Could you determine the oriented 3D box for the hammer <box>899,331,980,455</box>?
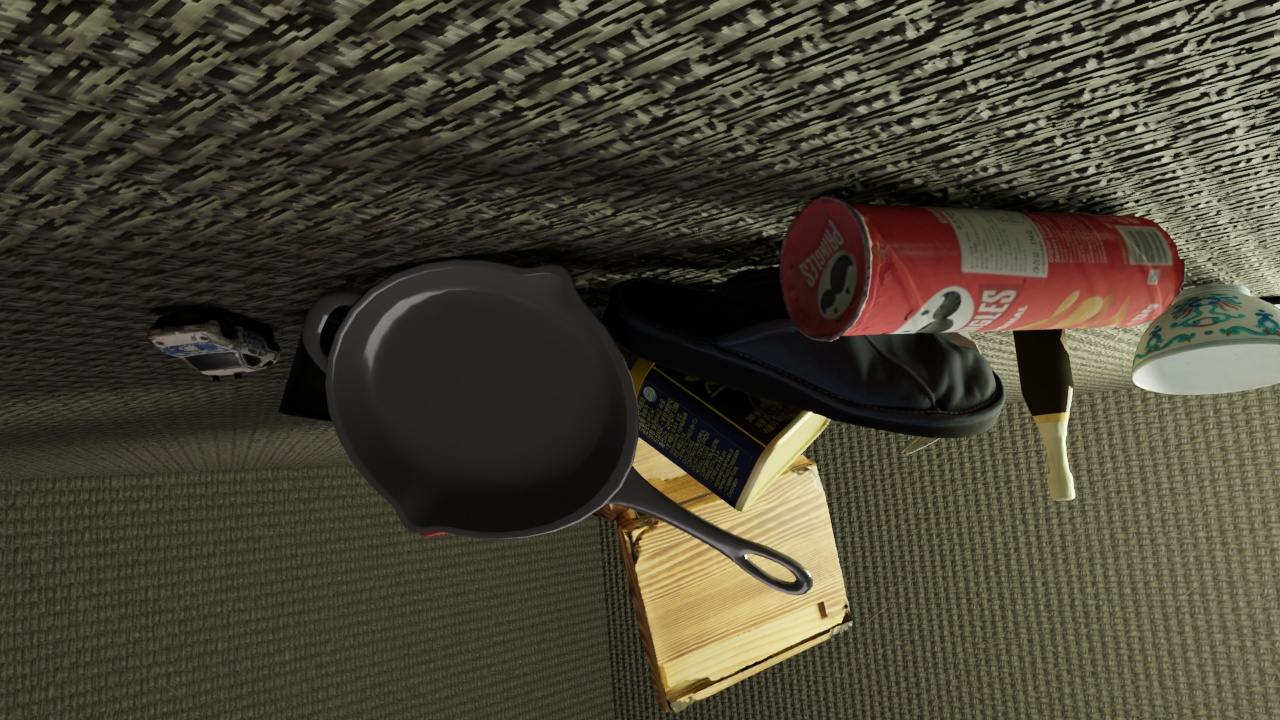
[{"bbox_3d":[0.093,0.009,0.722,0.328,0.131,0.039,-2,178,9],"label":"hammer"}]

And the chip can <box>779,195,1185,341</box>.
[{"bbox_3d":[0.194,-0.050,0.509,0.232,0.073,0.073,-2,172,-25],"label":"chip can"}]

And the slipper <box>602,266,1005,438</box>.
[{"bbox_3d":[0.114,-0.026,0.569,0.265,0.084,0.108,14,-153,-8],"label":"slipper"}]

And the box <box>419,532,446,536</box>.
[{"bbox_3d":[-0.155,0.080,0.861,0.098,0.157,0.129,-18,168,17],"label":"box"}]

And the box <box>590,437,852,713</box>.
[{"bbox_3d":[0.068,0.221,1.179,0.278,0.336,0.287,-14,-178,-25],"label":"box"}]

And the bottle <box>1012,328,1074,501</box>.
[{"bbox_3d":[0.384,0.039,0.862,0.045,0.184,0.045,-5,173,-1],"label":"bottle"}]

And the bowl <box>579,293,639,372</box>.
[{"bbox_3d":[-0.044,-0.014,0.661,0.115,0.059,0.115,-5,172,-1],"label":"bowl"}]

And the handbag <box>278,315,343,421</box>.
[{"bbox_3d":[-0.126,0.034,0.681,0.196,0.072,0.176,14,175,9],"label":"handbag"}]

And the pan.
[{"bbox_3d":[-0.043,0.056,0.575,0.354,0.217,0.024,30,-154,-7],"label":"pan"}]

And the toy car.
[{"bbox_3d":[-0.287,-0.007,0.622,0.048,0.040,0.113,-6,172,3],"label":"toy car"}]

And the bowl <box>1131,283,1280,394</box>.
[{"bbox_3d":[0.534,-0.025,0.853,0.144,0.074,0.144,3,161,1],"label":"bowl"}]

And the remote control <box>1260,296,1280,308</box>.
[{"bbox_3d":[0.634,-0.056,0.968,0.124,0.011,0.028,-6,172,4],"label":"remote control"}]

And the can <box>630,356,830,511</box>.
[{"bbox_3d":[0.067,0.024,0.629,0.134,0.104,0.075,-35,153,-43],"label":"can"}]
